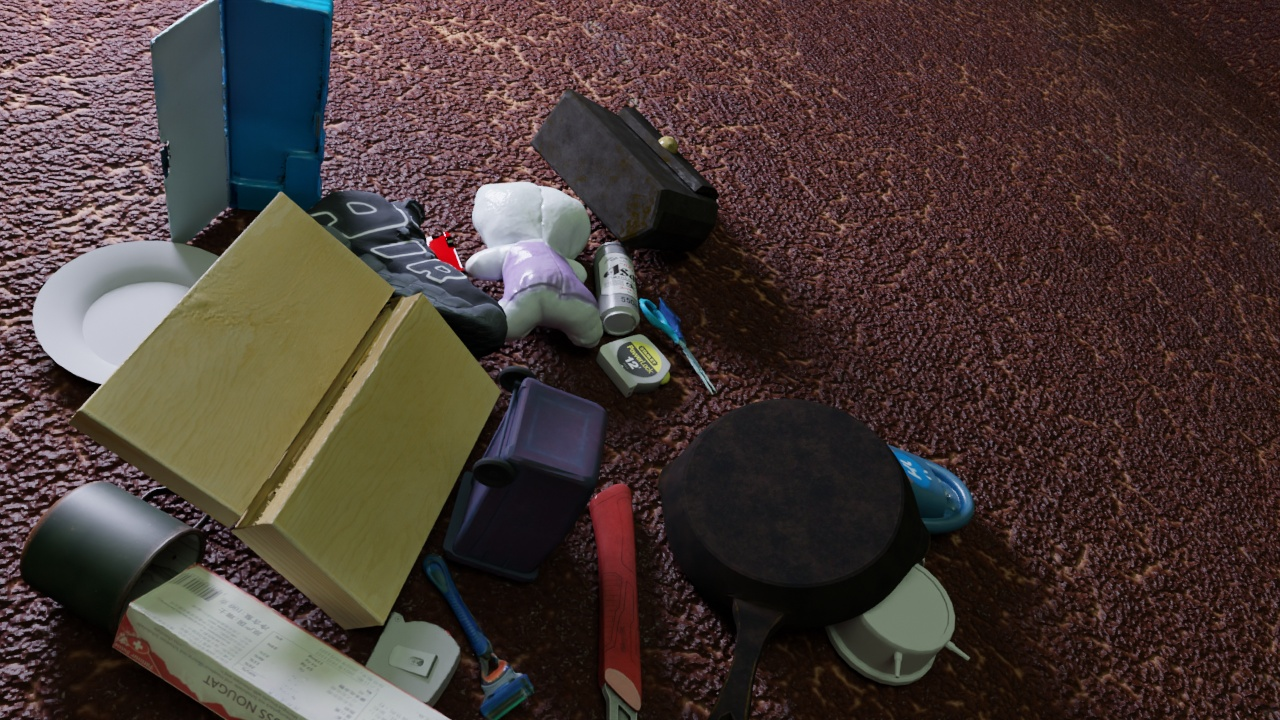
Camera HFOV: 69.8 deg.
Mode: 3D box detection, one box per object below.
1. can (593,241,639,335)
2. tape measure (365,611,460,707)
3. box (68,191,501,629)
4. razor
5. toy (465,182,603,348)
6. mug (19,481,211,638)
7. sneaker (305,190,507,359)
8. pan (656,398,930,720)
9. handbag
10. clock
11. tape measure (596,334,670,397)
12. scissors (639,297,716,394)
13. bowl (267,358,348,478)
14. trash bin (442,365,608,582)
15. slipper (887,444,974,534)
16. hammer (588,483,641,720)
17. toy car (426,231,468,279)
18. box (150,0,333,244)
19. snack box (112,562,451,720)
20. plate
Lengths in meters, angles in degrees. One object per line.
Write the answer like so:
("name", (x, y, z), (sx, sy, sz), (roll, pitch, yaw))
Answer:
("can", (-0.027, -0.078, 0.985), (0.044, 0.044, 0.106), (7, 48, -16))
("tape measure", (-0.167, 0.221, 0.671), (0.062, 0.020, 0.060), (16, 45, 5))
("box", (-0.244, 0.032, 0.705), (0.257, 0.076, 0.246), (44, 40, -23))
("razor", (-0.130, 0.207, 0.706), (0.044, 0.018, 0.141), (-36, 63, -2))
("toy", (-0.109, -0.109, 0.948), (0.137, 0.086, 0.209), (3, 48, -21))
("mug", (-0.356, 0.127, 0.639), (0.081, 0.085, 0.110), (27, 46, 5))
("sneaker", (-0.224, -0.092, 0.875), (0.252, 0.097, 0.150), (23, 50, 6))
("pan", (0.112, 0.168, 0.777), (0.249, 0.043, 0.354), (13, 52, 16))
("handbag", (0.011, -0.216, 1.072), (0.197, 0.102, 0.199), (49, 24, 21))
("clock", (0.213, 0.211, 0.820), (0.119, 0.061, 0.159), (-4, 47, -24))
("tape measure", (-0.006, 0.005, 0.938), (0.064, 0.017, 0.064), (-22, 62, -36))
("scissors", (0.048, -0.016, 0.974), (0.134, 0.016, 0.073), (53, 23, 14))
("bowl", (-0.291, 0.019, 0.759), (0.174, 0.068, 0.173), (16, 49, -19))
("trash bin", (-0.095, 0.097, 0.717), (0.092, 0.161, 0.093), (21, 45, -13))
("slipper", (0.231, 0.113, 0.905), (0.213, 0.059, 0.103), (11, 33, -13))
("hammer", (-0.015, 0.234, 0.722), (0.126, 0.036, 0.315), (12, 46, -15))
("toy car", (-0.202, -0.094, 0.939), (0.038, 0.025, 0.089), (-18, 53, -14))
("box", (-0.366, -0.221, 0.833), (0.166, 0.244, 0.075), (-26, 66, -36))
("snack box", (-0.212, 0.232, 0.611), (0.273, 0.044, 0.076), (30, 14, 4))
("plate", (-0.427, -0.038, 0.802), (0.172, 0.019, 0.172), (11, 47, -13))
